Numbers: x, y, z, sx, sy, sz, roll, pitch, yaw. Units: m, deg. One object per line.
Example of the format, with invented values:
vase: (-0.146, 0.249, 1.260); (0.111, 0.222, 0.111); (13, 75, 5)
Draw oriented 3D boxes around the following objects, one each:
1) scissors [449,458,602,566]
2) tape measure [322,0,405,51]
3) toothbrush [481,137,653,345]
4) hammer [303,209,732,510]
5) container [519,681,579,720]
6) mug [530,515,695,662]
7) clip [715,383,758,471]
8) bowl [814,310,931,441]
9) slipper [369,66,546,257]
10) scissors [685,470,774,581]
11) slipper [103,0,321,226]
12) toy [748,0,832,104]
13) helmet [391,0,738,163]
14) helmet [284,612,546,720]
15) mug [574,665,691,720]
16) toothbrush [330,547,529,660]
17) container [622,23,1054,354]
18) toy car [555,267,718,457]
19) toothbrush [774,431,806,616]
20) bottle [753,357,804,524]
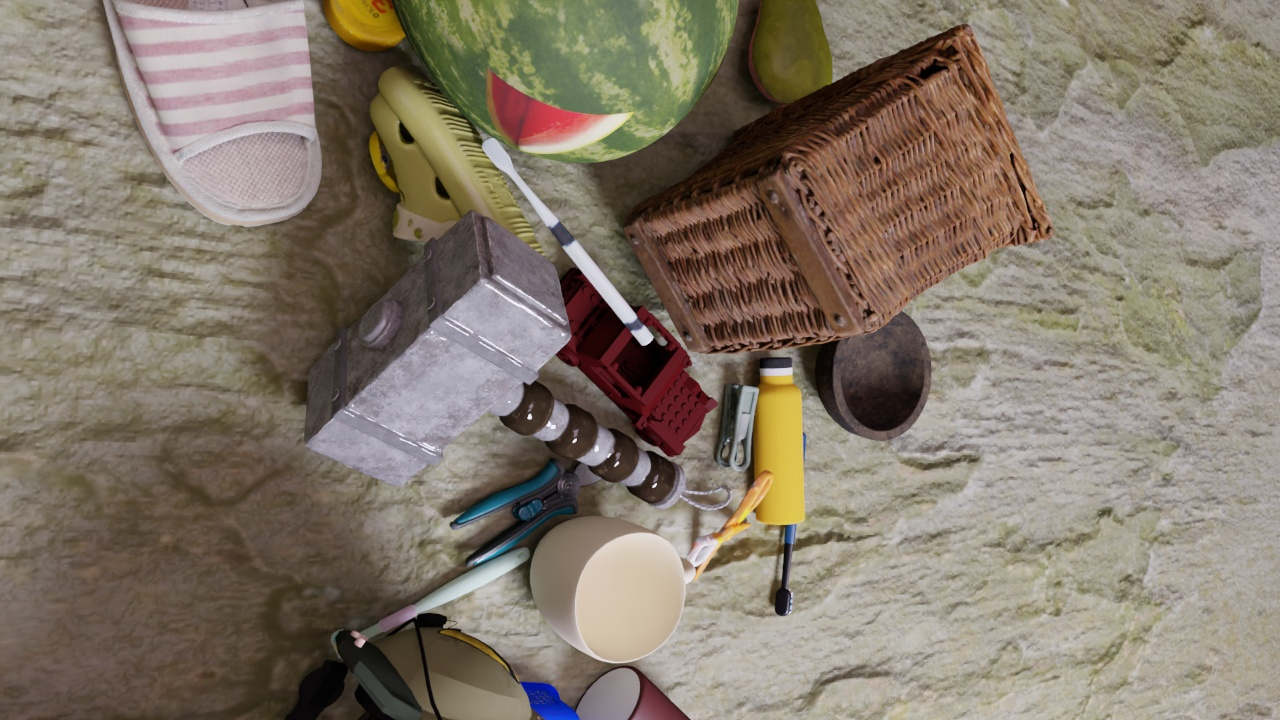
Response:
scissors: (-0.078, 0.113, 0.710); (0.133, 0.019, 0.145); (22, 79, -31)
tape measure: (-0.186, -0.243, 0.631); (0.068, 0.030, 0.058); (44, 71, -21)
toothbrush: (-0.050, -0.084, 0.661); (0.012, 0.017, 0.187); (-36, 106, 11)
hammer: (-0.057, 0.048, 0.656); (0.177, 0.079, 0.326); (-39, 130, 21)
container: (-0.095, 0.304, 0.681); (0.096, 0.058, 0.114); (15, 84, -29)
mug: (-0.022, 0.164, 0.696); (0.120, 0.100, 0.096); (-7, 97, -32)
clip: (0.083, 0.058, 0.797); (0.023, 0.044, 0.076); (9, 87, -28)
bowl: (0.205, 0.011, 0.848); (0.121, 0.056, 0.121); (-1, 92, -30)
slipper: (-0.134, -0.110, 0.646); (0.082, 0.091, 0.190); (-30, 99, 14)
scissors: (0.070, 0.142, 0.760); (0.130, 0.011, 0.125); (-16, 139, -54)
slipper: (-0.271, -0.215, 0.571); (0.114, 0.052, 0.263); (-22, 101, -27)
toy: (0.133, -0.276, 0.803); (0.090, 0.051, 0.110); (4, 86, -32)
helmet: (-0.046, -0.251, 0.602); (0.247, 0.214, 0.242); (49, 45, -41)
helmet: (-0.142, 0.286, 0.528); (0.233, 0.256, 0.249); (41, 68, -24)
mug: (-0.007, 0.307, 0.715); (0.082, 0.073, 0.105); (49, 44, -21)
toothbrush: (-0.149, 0.174, 0.672); (0.154, 0.015, 0.022); (-23, 70, -27)
container: (0.124, -0.102, 0.679); (0.182, 0.250, 0.162); (-36, 104, -29)
toy car: (-0.004, 0.004, 0.724); (0.170, 0.062, 0.070); (46, 70, -23)
toothbrush: (0.138, 0.148, 0.836); (0.014, 0.014, 0.167); (17, 78, -63)
bottle: (0.121, 0.069, 0.809); (0.043, 0.043, 0.143); (-3, 93, -30)
